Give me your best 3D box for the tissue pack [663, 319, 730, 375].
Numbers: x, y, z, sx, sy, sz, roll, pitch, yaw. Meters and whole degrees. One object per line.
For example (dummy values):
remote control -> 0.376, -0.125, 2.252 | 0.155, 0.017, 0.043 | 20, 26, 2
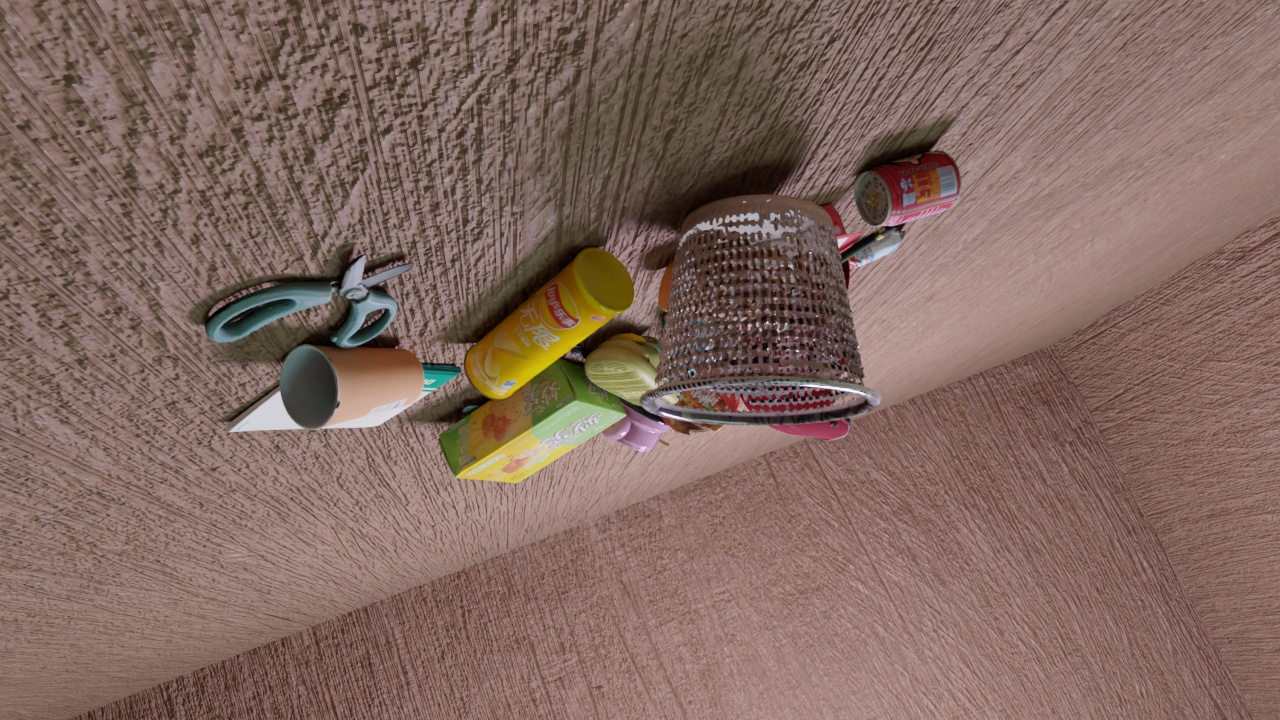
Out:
tissue pack -> 0.079, -0.032, 1.227 | 0.090, 0.063, 0.140 | -25, 167, -1

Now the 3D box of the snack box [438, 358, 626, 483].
snack box -> -0.146, 0.088, 1.258 | 0.210, 0.070, 0.157 | -32, 159, 16

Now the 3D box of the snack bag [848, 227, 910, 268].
snack bag -> 0.310, -0.147, 1.223 | 0.104, 0.026, 0.048 | -23, 165, -5

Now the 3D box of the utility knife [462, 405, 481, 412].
utility knife -> -0.188, 0.070, 1.292 | 0.031, 0.022, 0.212 | -31, 170, 19

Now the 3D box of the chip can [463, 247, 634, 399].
chip can -> -0.099, -0.034, 0.941 | 0.071, 0.072, 0.214 | -7, 160, -47

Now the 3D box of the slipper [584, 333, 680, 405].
slipper -> -0.007, 0.007, 1.224 | 0.092, 0.081, 0.190 | -6, 158, 24

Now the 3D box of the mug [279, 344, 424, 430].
mug -> -0.271, 0.021, 0.882 | 0.078, 0.078, 0.122 | -30, 168, 29

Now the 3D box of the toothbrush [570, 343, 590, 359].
toothbrush -> -0.064, -0.001, 1.226 | 0.014, 0.016, 0.189 | -20, 167, 9

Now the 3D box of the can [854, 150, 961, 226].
can -> 0.283, -0.182, 0.977 | 0.093, 0.066, 0.067 | -18, 165, -19

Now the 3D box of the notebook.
notebook -> -0.317, 0.039, 1.001 | 0.151, 0.012, 0.208 | -30, 163, 26

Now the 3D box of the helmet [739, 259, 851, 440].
helmet -> 0.197, -0.015, 1.197 | 0.144, 0.240, 0.206 | 2, -161, 4

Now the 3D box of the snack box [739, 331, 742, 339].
snack box -> 0.181, -0.061, 1.347 | 0.156, 0.027, 0.077 | -26, 167, 14

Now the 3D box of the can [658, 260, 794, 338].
can -> 0.095, -0.067, 1.021 | 0.146, 0.058, 0.058 | 14, 152, -20

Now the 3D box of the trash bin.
trash bin -> 0.114, -0.046, 0.891 | 0.227, 0.192, 0.228 | 1, 167, 0

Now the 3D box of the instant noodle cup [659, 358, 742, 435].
instant noodle cup -> 0.097, 0.038, 1.397 | 0.138, 0.138, 0.108 | -27, 175, 19

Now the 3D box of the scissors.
scissors -> -0.265, -0.040, 0.776 | 0.170, 0.019, 0.179 | -22, 165, -7

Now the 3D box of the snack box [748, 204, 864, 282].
snack box -> 0.173, -0.128, 1.057 | 0.127, 0.044, 0.113 | -15, 164, -22

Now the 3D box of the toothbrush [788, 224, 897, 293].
toothbrush -> 0.222, -0.110, 1.071 | 0.186, 0.012, 0.017 | -34, 167, 37

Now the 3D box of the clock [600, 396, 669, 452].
clock -> -0.029, 0.086, 1.394 | 0.158, 0.117, 0.060 | 24, 99, -41
